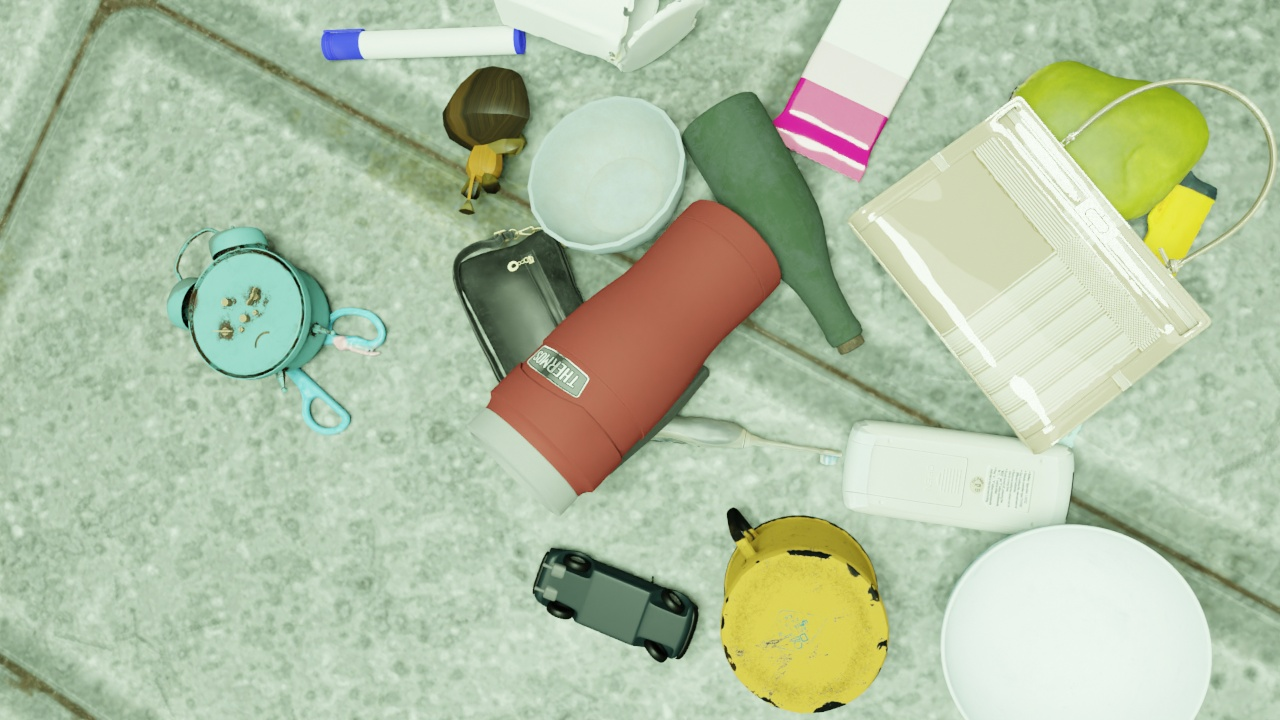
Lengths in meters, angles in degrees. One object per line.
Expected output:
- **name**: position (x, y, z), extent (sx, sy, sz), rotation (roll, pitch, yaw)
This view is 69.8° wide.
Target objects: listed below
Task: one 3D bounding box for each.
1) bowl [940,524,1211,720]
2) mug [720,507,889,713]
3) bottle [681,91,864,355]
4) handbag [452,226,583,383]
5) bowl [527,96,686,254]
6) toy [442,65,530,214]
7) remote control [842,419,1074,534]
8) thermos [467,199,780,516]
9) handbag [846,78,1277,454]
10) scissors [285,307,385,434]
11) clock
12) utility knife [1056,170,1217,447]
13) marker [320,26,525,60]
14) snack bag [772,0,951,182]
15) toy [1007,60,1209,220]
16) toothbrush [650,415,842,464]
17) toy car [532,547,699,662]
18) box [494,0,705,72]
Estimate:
- **bowl**: position (0.250, 0.164, 0.553), extent (0.144, 0.074, 0.144), rotation (0, 91, 9)
- **mug**: position (0.092, 0.145, 0.567), extent (0.100, 0.094, 0.123), rotation (-39, 86, 8)
- **bottle**: position (0.091, -0.082, 0.582), extent (0.055, 0.055, 0.174), rotation (-30, 88, 8)
- **handbag**: position (-0.068, -0.030, 0.609), extent (0.079, 0.054, 0.128), rotation (-28, 85, 5)
- **bowl**: position (-0.017, -0.114, 0.597), extent (0.106, 0.039, 0.106), rotation (-6, 72, 19)
- **toy**: position (-0.102, -0.143, 0.608), extent (0.076, 0.062, 0.100), rotation (-5, 73, 44)
- **remote control**: position (0.199, 0.075, 0.580), extent (0.138, 0.025, 0.060), rotation (7, 96, 10)
- **thermos**: position (-0.003, 0.003, 0.565), extent (0.198, 0.108, 0.084), rotation (-46, 49, -13)
- **handbag**: position (0.254, -0.076, 0.523), extent (0.198, 0.062, 0.175), rotation (-40, 83, 25)
- **scissors**: position (-0.250, 0.006, 0.662), extent (0.141, 0.015, 0.111), rotation (1, 91, 15)
- **clock**: position (-0.271, -0.040, 0.633), extent (0.124, 0.053, 0.090), rotation (43, 95, 11)
- **utility knife**: position (0.291, -0.011, 0.570), extent (0.030, 0.019, 0.224), rotation (26, 96, 12)
- **marker**: position (-0.150, -0.220, 0.633), extent (0.141, 0.020, 0.020), rotation (1, 92, 9)
- **snack bag**: position (0.156, -0.217, 0.587), extent (0.070, 0.016, 0.196), rotation (28, 96, 8)
- **toy**: position (0.276, -0.138, 0.552), extent (0.110, 0.051, 0.090), rotation (42, 100, 7)
- **toothbrush**: position (0.040, 0.048, 0.611), extent (0.186, 0.022, 0.024), rotation (7, 95, 7)
- **toy car**: position (-0.017, 0.162, 0.615), extent (0.112, 0.034, 0.046), rotation (20, 94, 9)
- **box**: position (-0.026, -0.230, 0.586), extent (0.143, 0.080, 0.089), rotation (21, 79, 7)
